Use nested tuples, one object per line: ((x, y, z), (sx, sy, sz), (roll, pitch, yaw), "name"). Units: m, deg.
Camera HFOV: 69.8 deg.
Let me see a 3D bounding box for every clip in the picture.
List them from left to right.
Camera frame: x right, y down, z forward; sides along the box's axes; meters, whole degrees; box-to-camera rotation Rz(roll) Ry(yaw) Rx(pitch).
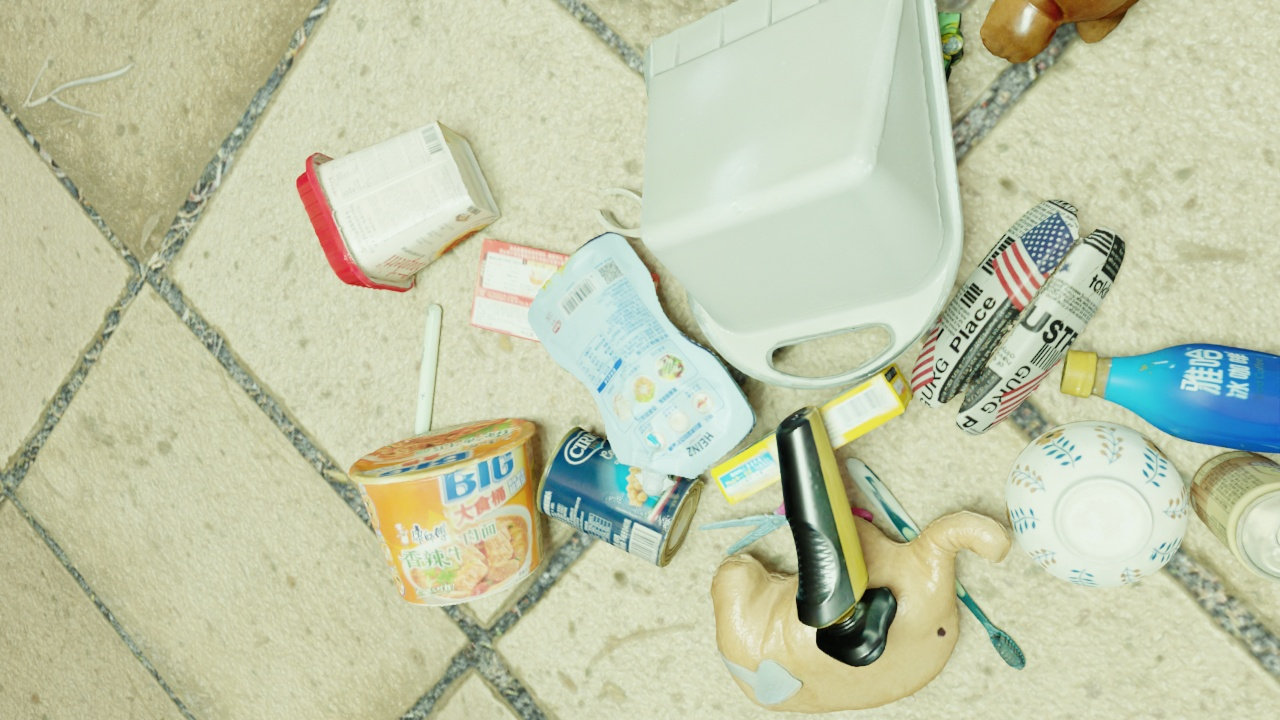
((0.011, -0.105, 0.717), (0.100, 0.034, 0.072), (24, 102, 8), "clip")

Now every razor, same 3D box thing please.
((0.124, 0.113, 0.600), (0.067, 0.062, 0.167), (-14, 92, -18), "razor")

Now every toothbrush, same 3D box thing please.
((-0.195, 0.044, 0.813), (0.020, 0.029, 0.189), (6, 98, -23), "toothbrush")
((0.214, 0.147, 0.670), (0.016, 0.018, 0.191), (-42, 80, 19), "toothbrush")

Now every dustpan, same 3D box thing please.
((0.110, -0.122, 0.631), (0.223, 0.142, 0.257), (-12, 53, 35), "dustpan")

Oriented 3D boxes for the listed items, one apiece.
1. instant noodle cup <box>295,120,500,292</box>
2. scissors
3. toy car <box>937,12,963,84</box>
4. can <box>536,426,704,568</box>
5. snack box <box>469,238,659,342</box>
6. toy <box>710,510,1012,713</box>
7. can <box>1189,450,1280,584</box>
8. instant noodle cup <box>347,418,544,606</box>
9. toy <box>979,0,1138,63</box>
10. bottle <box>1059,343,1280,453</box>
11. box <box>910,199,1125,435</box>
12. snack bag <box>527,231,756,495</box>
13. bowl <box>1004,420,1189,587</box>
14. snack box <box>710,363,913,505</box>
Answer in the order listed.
((-0.192, -0.129, 0.752), (0.124, 0.116, 0.116), (-24, 87, 9), "instant noodle cup")
((0.113, 0.122, 0.693), (0.113, 0.017, 0.135), (25, 134, -21), "scissors")
((0.197, -0.193, 0.631), (0.036, 0.043, 0.091), (17, 99, 15), "toy car")
((-0.015, 0.107, 0.721), (0.111, 0.075, 0.075), (22, 102, 17), "can")
((-0.064, -0.049, 0.751), (0.153, 0.025, 0.075), (13, 98, 19), "snack box")
((0.162, 0.180, 0.660), (0.226, 0.082, 0.143), (-25, 100, 18), "toy")
((0.375, 0.092, 0.552), (0.059, 0.116, 0.058), (2, 96, 20), "can")
((-0.147, 0.121, 0.741), (0.152, 0.151, 0.111), (-7, 100, 21), "instant noodle cup")
((0.239, -0.291, 0.577), (0.131, 0.140, 0.199), (-33, 79, 62), "toy")
((0.381, 0.026, 0.570), (0.219, 0.065, 0.065), (10, 98, 19), "bottle")
((0.246, -0.033, 0.625), (0.088, 0.076, 0.163), (46, 113, 34), "box")
((-0.004, 0.004, 0.682), (0.110, 0.038, 0.191), (-41, 71, 15), "snack bag")
((0.304, 0.100, 0.609), (0.114, 0.062, 0.113), (2, 96, 19), "bowl")
((0.125, 0.052, 0.657), (0.141, 0.086, 0.033), (-31, 84, 20), "snack box")
